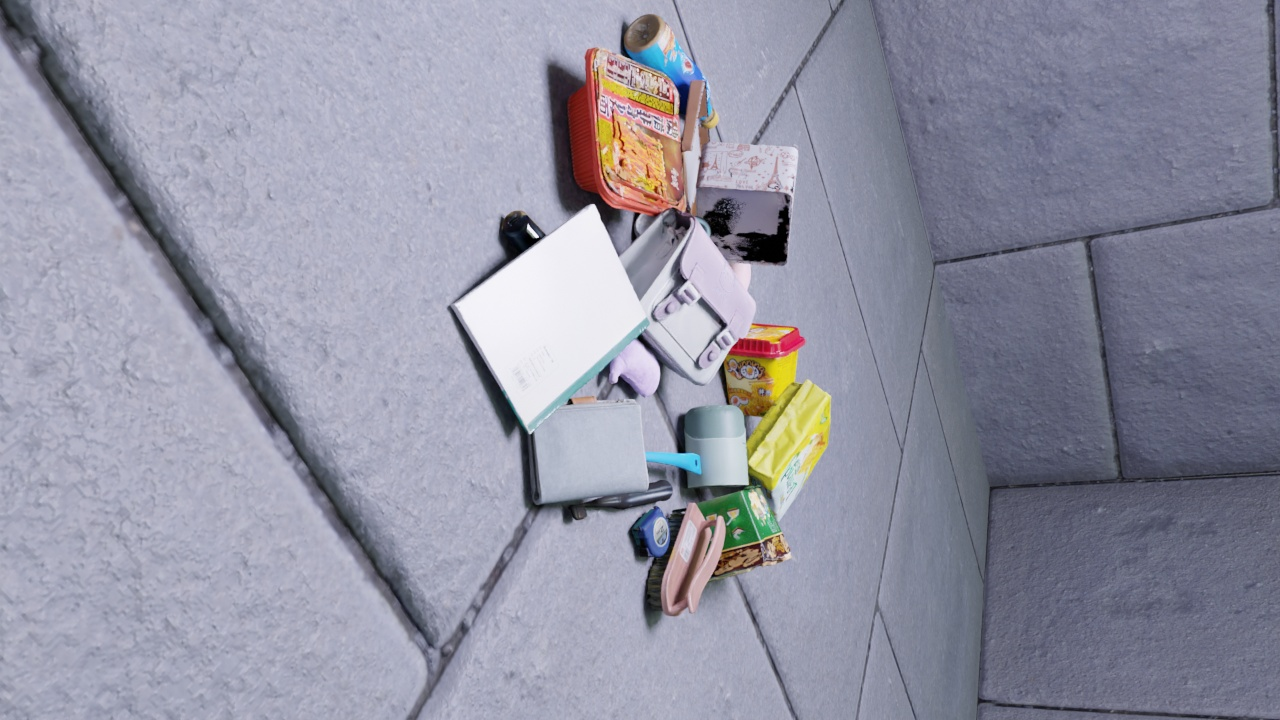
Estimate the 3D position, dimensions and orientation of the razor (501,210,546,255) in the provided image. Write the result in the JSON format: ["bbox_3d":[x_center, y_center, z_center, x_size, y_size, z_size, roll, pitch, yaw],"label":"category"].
[{"bbox_3d":[-0.089,-0.092,0.973,0.167,0.062,0.067,51,10,-36],"label":"razor"}]

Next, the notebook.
[{"bbox_3d":[-0.081,-0.046,0.928,0.208,0.012,0.150,-43,116,-38],"label":"notebook"}]

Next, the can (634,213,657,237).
[{"bbox_3d":[0.042,-0.154,1.216,0.116,0.059,0.058,43,47,-50],"label":"can"}]

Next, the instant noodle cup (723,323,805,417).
[{"bbox_3d":[0.182,0.016,1.385,0.115,0.116,0.124,-27,119,-55],"label":"instant noodle cup"}]

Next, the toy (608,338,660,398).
[{"bbox_3d":[-0.007,0.006,1.103,0.108,0.039,0.083,43,47,-54],"label":"toy"}]

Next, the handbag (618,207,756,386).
[{"bbox_3d":[0.054,-0.075,1.126,0.145,0.098,0.197,-55,141,-8],"label":"handbag"}]

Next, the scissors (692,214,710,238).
[{"bbox_3d":[0.034,-0.098,1.178,0.169,0.019,0.181,-36,134,-29],"label":"scissors"}]

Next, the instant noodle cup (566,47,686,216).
[{"bbox_3d":[-0.019,-0.259,1.090,0.164,0.079,0.188,3,79,-51],"label":"instant noodle cup"}]

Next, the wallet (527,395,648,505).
[{"bbox_3d":[-0.056,0.090,0.952,0.129,0.037,0.106,-2,82,-33],"label":"wallet"}]

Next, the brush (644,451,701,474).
[{"bbox_3d":[0.008,0.115,1.084,0.254,0.046,0.083,15,65,-54],"label":"brush"}]

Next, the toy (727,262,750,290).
[{"bbox_3d":[0.123,-0.126,1.364,0.121,0.054,0.159,46,43,-38],"label":"toy"}]

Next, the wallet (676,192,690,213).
[{"bbox_3d":[0.035,-0.256,1.200,0.101,0.032,0.124,54,19,-81],"label":"wallet"}]

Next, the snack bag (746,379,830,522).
[{"bbox_3d":[0.214,0.135,1.356,0.157,0.068,0.247,-52,156,-15],"label":"snack bag"}]

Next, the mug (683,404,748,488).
[{"bbox_3d":[0.100,0.119,1.242,0.112,0.082,0.106,97,-11,-79],"label":"mug"}]

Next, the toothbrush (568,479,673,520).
[{"bbox_3d":[-0.021,0.160,1.051,0.212,0.026,0.027,2,69,-61],"label":"toothbrush"}]

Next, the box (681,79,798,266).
[{"bbox_3d":[0.141,-0.255,1.270,0.181,0.157,0.197,78,19,-59],"label":"box"}]

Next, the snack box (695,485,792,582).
[{"bbox_3d":[0.125,0.232,1.233,0.118,0.118,0.105,11,61,-63],"label":"snack box"}]

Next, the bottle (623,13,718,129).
[{"bbox_3d":[0.053,-0.396,1.296,0.218,0.065,0.065,36,52,-55],"label":"bottle"}]

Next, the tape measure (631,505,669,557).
[{"bbox_3d":[0.013,0.209,1.101,0.058,0.025,0.054,-38,118,-54],"label":"tape measure"}]

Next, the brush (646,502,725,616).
[{"bbox_3d":[0.056,0.248,1.123,0.063,0.073,0.145,63,35,-33],"label":"brush"}]
